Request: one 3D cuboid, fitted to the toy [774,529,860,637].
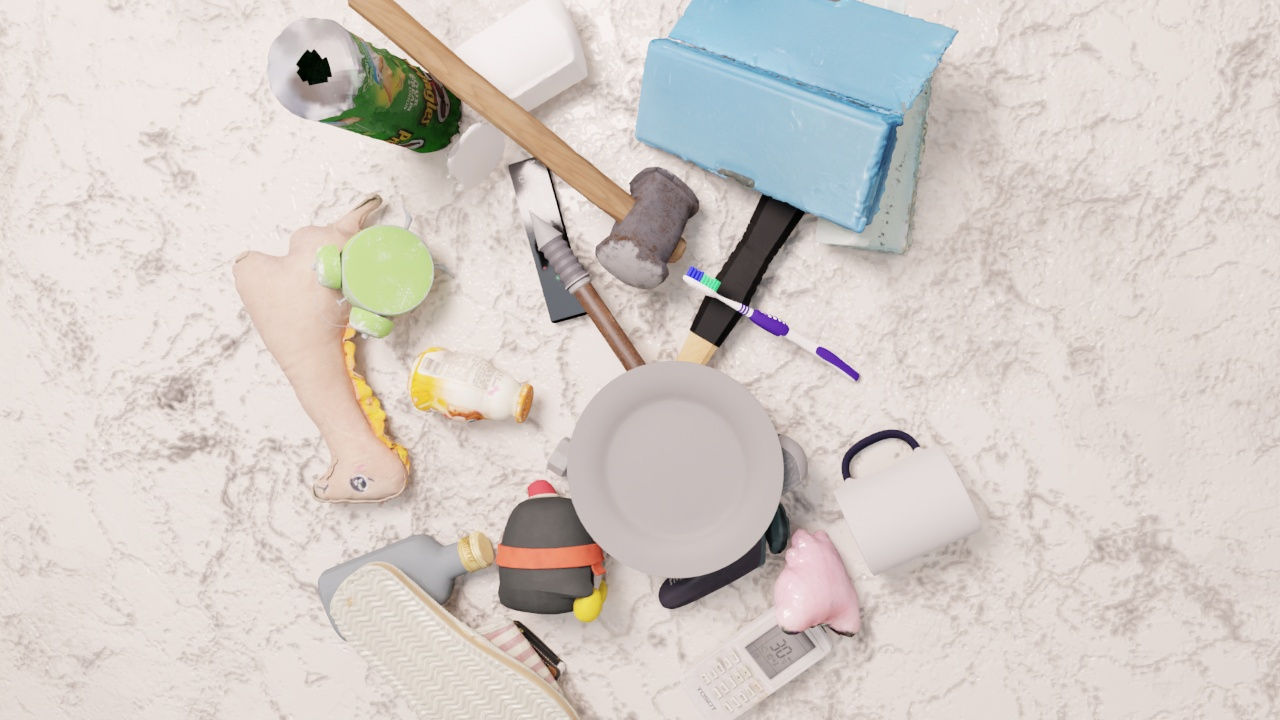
[{"bbox_3d":[0.151,0.194,0.798,0.050,0.102,0.093,-27,60,41],"label":"toy"}]

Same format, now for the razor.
[{"bbox_3d":[0.074,0.178,0.824,0.143,0.047,0.052,-35,114,12],"label":"razor"}]

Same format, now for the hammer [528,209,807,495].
[{"bbox_3d":[-0.004,0.006,0.785,0.156,0.043,0.322,-34,89,7],"label":"hammer"}]

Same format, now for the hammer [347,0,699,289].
[{"bbox_3d":[-0.090,-0.183,0.739,0.328,0.052,0.097,36,60,-20],"label":"hammer"}]

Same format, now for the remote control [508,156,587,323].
[{"bbox_3d":[-0.084,-0.110,0.836,0.034,0.013,0.150,-15,92,9],"label":"remote control"}]

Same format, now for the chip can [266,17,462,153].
[{"bbox_3d":[-0.212,-0.215,0.739,0.075,0.223,0.075,1,97,7],"label":"chip can"}]

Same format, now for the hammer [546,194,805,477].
[{"bbox_3d":[0.049,-0.006,0.815,0.131,0.039,0.328,30,97,3],"label":"hammer"}]

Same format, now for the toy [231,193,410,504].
[{"bbox_3d":[-0.265,-0.001,0.848,0.196,0.065,0.264,-30,96,0],"label":"toy"}]

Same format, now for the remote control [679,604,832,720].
[{"bbox_3d":[0.104,0.273,0.834,0.138,0.025,0.060,-38,89,9],"label":"remote control"}]

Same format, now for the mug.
[{"bbox_3d":[0.220,0.114,0.787,0.097,0.078,0.111,-26,62,9],"label":"mug"}]

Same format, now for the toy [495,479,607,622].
[{"bbox_3d":[-0.079,0.167,0.817,0.100,0.097,0.119,-1,86,2],"label":"toy"}]

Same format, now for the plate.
[{"bbox_3d":[0.028,0.089,0.757,0.178,0.012,0.178,0,91,8],"label":"plate"}]

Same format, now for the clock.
[{"bbox_3d":[-0.232,-0.075,0.812,0.119,0.043,0.094,-40,106,-19],"label":"clock"}]

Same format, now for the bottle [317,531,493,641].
[{"bbox_3d":[-0.217,0.204,0.863,0.161,0.046,0.072,-22,91,9],"label":"bottle"}]

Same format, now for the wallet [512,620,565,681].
[{"bbox_3d":[-0.135,0.313,0.873,0.072,0.019,0.123,41,99,4],"label":"wallet"}]

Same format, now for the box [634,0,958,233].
[{"bbox_3d":[0.107,-0.219,0.729,0.232,0.066,0.173,29,105,30],"label":"box"}]

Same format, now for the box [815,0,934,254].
[{"bbox_3d":[0.208,-0.190,0.770,0.096,0.086,0.199,5,98,-20],"label":"box"}]

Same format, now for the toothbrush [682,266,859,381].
[{"bbox_3d":[0.115,-0.029,0.785,0.186,0.015,0.016,28,88,-17],"label":"toothbrush"}]

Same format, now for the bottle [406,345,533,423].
[{"bbox_3d":[-0.153,0.026,0.831,0.108,0.063,0.063,15,96,8],"label":"bottle"}]

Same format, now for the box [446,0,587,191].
[{"bbox_3d":[-0.117,-0.231,0.793,0.160,0.084,0.118,-26,83,10],"label":"box"}]

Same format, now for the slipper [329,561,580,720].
[{"bbox_3d":[-0.162,0.277,0.835,0.263,0.052,0.115,41,101,-4],"label":"slipper"}]
